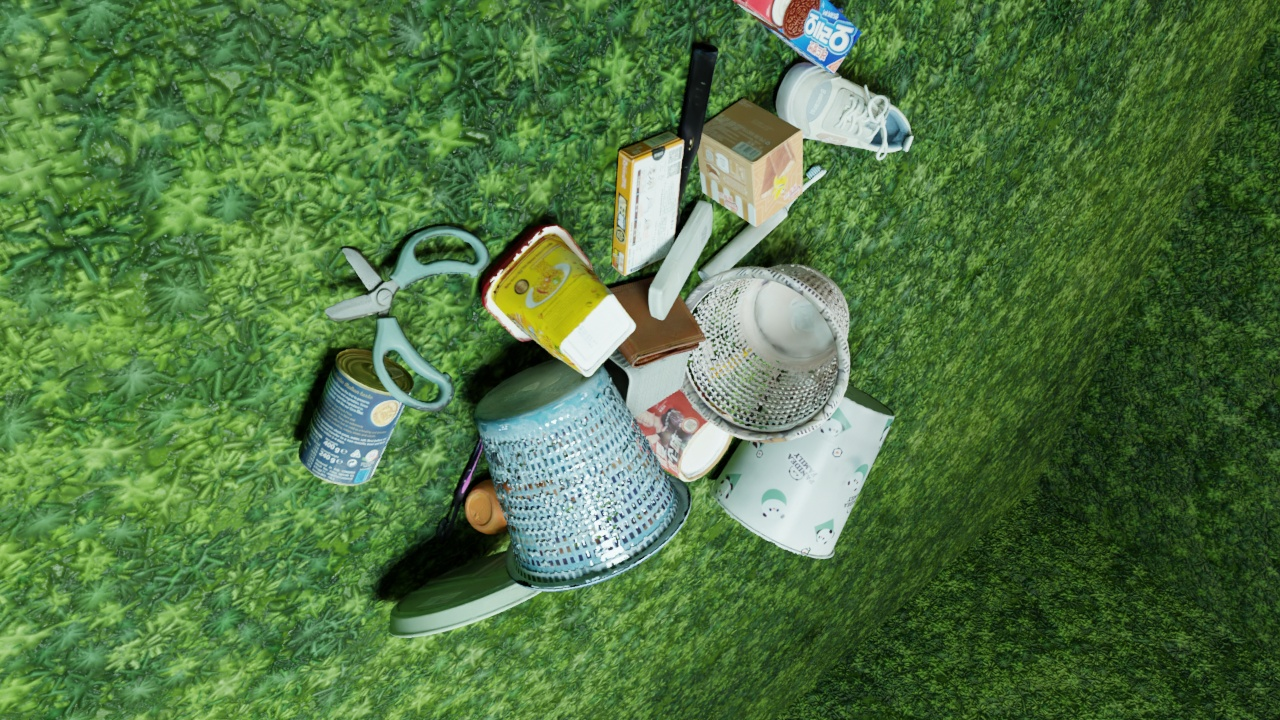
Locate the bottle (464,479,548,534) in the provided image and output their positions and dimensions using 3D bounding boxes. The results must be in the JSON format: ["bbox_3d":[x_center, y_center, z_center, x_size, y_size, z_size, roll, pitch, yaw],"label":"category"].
[{"bbox_3d":[-0.153,0.178,1.157,0.149,0.067,0.067,1,123,-58],"label":"bottle"}]

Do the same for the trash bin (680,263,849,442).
[{"bbox_3d":[0.178,-0.033,1.194,0.191,0.227,0.228,-38,153,-58],"label":"trash bin"}]

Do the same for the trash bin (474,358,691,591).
[{"bbox_3d":[-0.079,0.109,1.020,0.226,0.227,0.195,-30,111,-27],"label":"trash bin"}]

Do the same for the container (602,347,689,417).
[{"bbox_3d":[-0.007,0.007,1.127,0.114,0.090,0.090,-26,141,-37],"label":"container"}]

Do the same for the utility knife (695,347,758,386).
[{"bbox_3d":[0.159,-0.011,1.360,0.230,0.015,0.033,-28,147,-38],"label":"utility knife"}]

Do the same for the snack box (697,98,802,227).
[{"bbox_3d":[0.124,-0.224,1.038,0.077,0.093,0.094,-38,145,-18],"label":"snack box"}]

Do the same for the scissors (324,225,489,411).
[{"bbox_3d":[-0.196,-0.042,0.846,0.174,0.019,0.170,-32,110,-34],"label":"scissors"}]

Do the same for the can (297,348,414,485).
[{"bbox_3d":[-0.272,0.055,0.872,0.075,0.075,0.111,4,120,-51],"label":"can"}]

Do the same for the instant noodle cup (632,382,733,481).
[{"bbox_3d":[0.053,0.092,1.255,0.137,0.108,0.138,-32,142,-30],"label":"instant noodle cup"}]

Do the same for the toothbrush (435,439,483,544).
[{"bbox_3d":[-0.209,0.140,1.095,0.014,0.018,0.189,1,119,-51],"label":"toothbrush"}]

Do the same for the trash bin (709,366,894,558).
[{"bbox_3d":[0.270,0.153,1.490,0.229,0.229,0.252,10,111,-53],"label":"trash bin"}]

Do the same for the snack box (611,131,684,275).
[{"bbox_3d":[0.007,-0.171,1.017,0.075,0.026,0.154,-28,142,-30],"label":"snack box"}]

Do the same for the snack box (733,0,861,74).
[{"bbox_3d":[0.159,-0.370,0.965,0.207,0.057,0.058,9,119,-53],"label":"snack box"}]

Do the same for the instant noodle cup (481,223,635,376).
[{"bbox_3d":[-0.080,-0.057,0.940,0.116,0.123,0.116,-46,147,-5],"label":"instant noodle cup"}]

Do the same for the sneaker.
[{"bbox_3d":[0.259,-0.296,1.127,0.241,0.091,0.090,0,122,-49],"label":"sneaker"}]

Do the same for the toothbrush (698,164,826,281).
[{"bbox_3d":[0.162,-0.179,1.190,0.221,0.026,0.027,-43,172,-9],"label":"toothbrush"}]

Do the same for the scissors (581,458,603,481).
[{"bbox_3d":[-0.061,0.147,1.271,0.133,0.017,0.136,14,108,-58],"label":"scissors"}]

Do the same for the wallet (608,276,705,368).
[{"bbox_3d":[0.008,-0.048,1.079,0.124,0.101,0.032,-18,160,-40],"label":"wallet"}]

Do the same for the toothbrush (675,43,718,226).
[{"bbox_3d":[0.053,-0.239,1.004,0.026,0.027,0.213,8,130,-2],"label":"toothbrush"}]

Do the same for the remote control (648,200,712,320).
[{"bbox_3d":[0.047,-0.119,1.070,0.058,0.021,0.149,84,30,-58],"label":"remote control"}]

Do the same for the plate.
[{"bbox_3d":[-0.193,0.270,1.102,0.230,0.027,0.230,-19,-178,0],"label":"plate"}]
